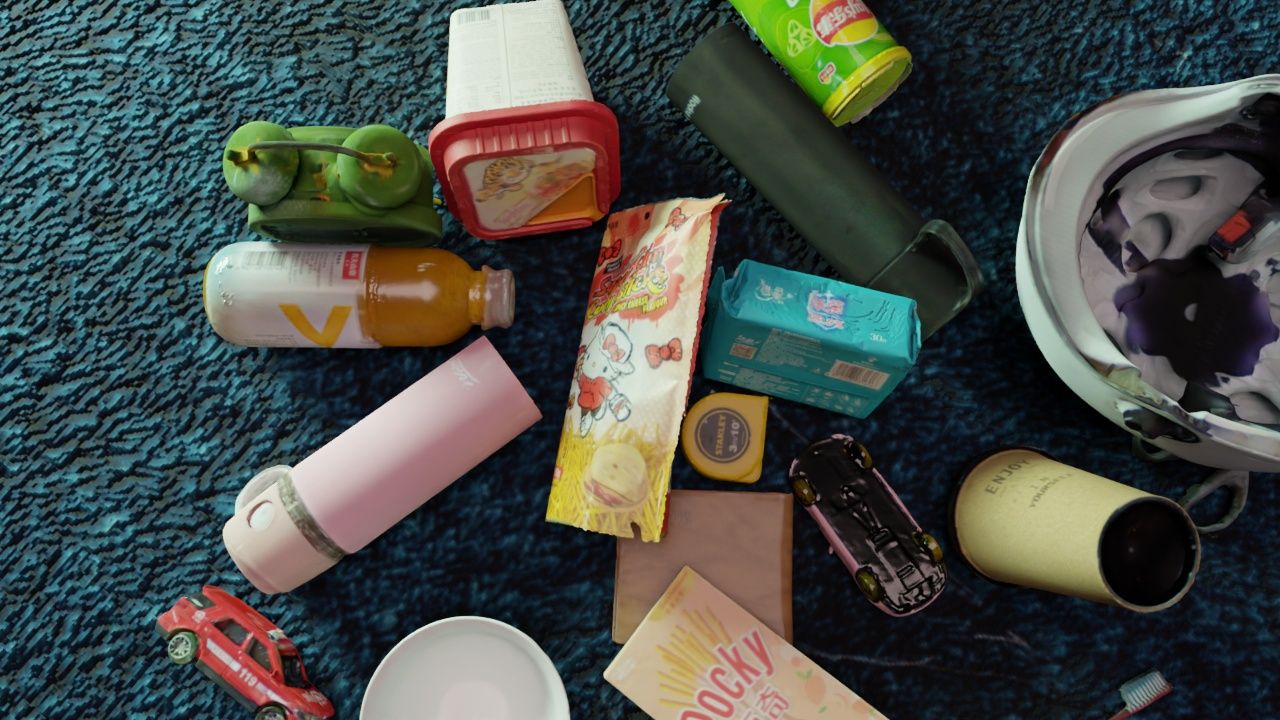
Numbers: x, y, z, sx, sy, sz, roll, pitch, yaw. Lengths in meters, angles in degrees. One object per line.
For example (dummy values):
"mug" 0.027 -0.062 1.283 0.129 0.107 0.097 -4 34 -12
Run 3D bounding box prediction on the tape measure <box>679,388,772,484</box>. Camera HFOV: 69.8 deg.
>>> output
"tape measure" 0.054 0.050 0.599 0.057 0.029 0.060 7 80 -1

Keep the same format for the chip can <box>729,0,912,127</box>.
"chip can" 0.094 -0.267 0.641 0.072 0.073 0.221 -35 81 -8

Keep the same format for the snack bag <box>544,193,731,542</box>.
"snack bag" -0.003 0.003 0.567 0.073 0.129 0.207 12 83 -31

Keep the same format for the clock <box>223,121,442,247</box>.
"clock" -0.183 -0.106 0.560 0.116 0.161 0.056 0 87 -2

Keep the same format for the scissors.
"scissors" 0.409 0.046 0.615 0.163 0.014 0.164 21 79 2

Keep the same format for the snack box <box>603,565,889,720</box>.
"snack box" 0.064 0.203 0.548 0.157 0.026 0.084 36 82 9

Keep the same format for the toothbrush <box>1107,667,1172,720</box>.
"toothbrush" 0.251 0.245 0.571 0.187 0.016 0.017 -28 73 -7

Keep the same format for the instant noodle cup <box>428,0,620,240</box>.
"instant noodle cup" -0.077 -0.160 0.602 0.116 0.116 0.124 -8 68 -3

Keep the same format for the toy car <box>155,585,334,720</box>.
"toy car" -0.234 0.183 0.554 0.120 0.053 0.045 38 78 7

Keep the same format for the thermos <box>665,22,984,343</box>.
"thermos" 0.126 -0.122 0.605 0.068 0.090 0.242 -40 82 -24

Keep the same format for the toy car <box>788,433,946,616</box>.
"toy car" 0.144 0.105 0.588 0.056 0.037 0.122 -30 68 -10

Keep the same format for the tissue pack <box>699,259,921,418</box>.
"tissue pack" 0.102 -0.013 0.578 0.133 0.093 0.050 14 63 0

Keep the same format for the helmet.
"helmet" 0.349 -0.042 0.565 0.259 0.146 0.228 18 77 11

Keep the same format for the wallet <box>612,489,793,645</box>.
"wallet" 0.041 0.133 0.588 0.115 0.020 0.101 1 77 2

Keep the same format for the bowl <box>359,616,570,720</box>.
"bowl" -0.100 0.211 0.545 0.118 0.065 0.118 0 79 -1

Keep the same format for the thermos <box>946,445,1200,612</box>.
"thermos" 0.249 0.100 0.542 0.093 0.143 0.093 0 89 -9

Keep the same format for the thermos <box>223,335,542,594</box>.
"thermos" -0.165 0.061 0.579 0.198 0.067 0.087 -35 50 -6

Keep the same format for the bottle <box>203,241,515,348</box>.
"bottle" -0.177 -0.041 0.593 0.189 0.068 0.068 1 79 -1
